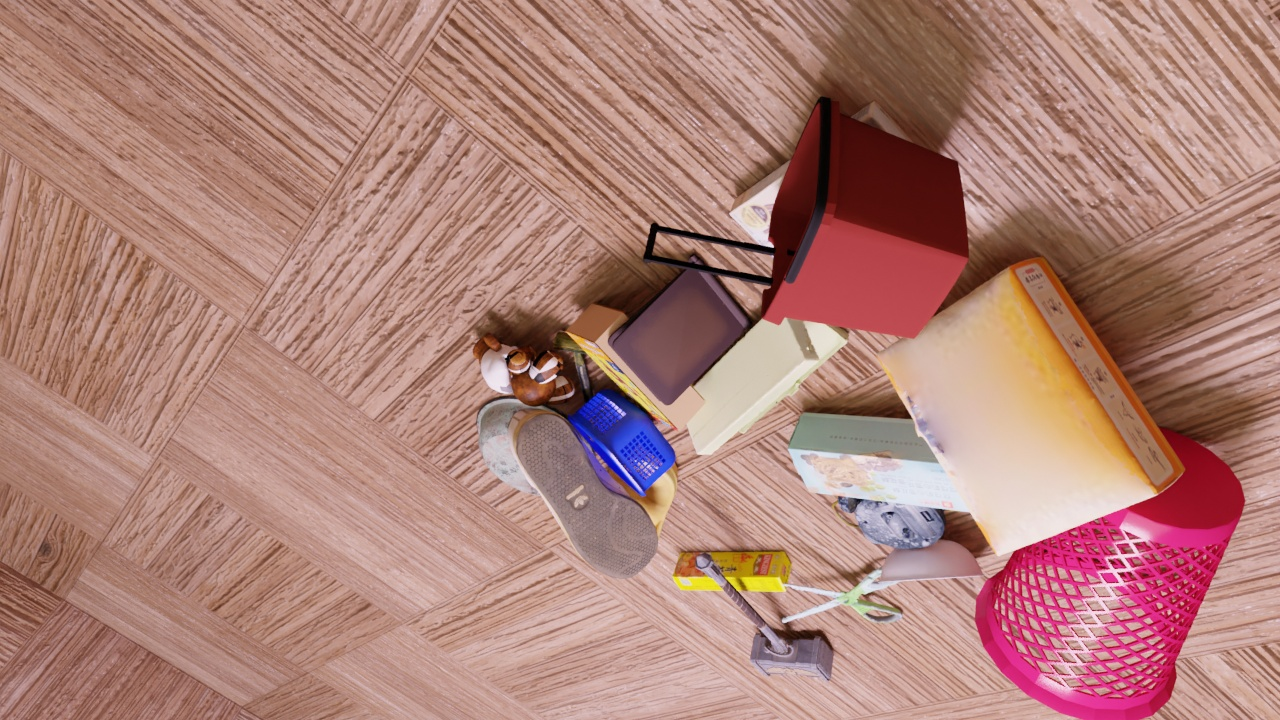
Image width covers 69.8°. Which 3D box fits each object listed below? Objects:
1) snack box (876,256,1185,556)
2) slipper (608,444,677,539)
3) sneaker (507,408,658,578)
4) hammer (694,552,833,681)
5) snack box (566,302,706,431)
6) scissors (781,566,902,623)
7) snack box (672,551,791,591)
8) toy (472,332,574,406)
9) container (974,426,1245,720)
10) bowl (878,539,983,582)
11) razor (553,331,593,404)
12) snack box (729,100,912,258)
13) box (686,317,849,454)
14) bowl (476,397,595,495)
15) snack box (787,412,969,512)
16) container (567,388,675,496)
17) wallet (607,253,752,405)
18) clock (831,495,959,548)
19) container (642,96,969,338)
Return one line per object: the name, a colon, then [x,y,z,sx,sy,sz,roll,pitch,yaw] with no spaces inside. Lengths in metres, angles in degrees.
snack box: [0.297,0.041,0.729,0.145,0.080,0.195,-42,71,46]
slipper: [-0.022,0.204,1.120,0.099,0.078,0.264,23,136,2]
sneaker: [-0.075,0.146,1.025,0.241,0.088,0.102,56,162,-26]
hammer: [0.140,0.316,1.135,0.099,0.044,0.322,-7,140,31]
snack box: [-0.005,0.005,0.905,0.126,0.040,0.088,47,171,-22]
scissors: [0.245,0.276,1.083,0.171,0.023,0.169,18,136,-21]
snack box: [0.113,0.262,1.140,0.148,0.040,0.029,-8,129,32]
toy: [-0.131,0.009,0.983,0.112,0.067,0.087,37,159,34]
container: [0.424,0.181,0.824,0.183,0.182,0.226,13,129,14]
bowl: [0.308,0.213,0.979,0.110,0.040,0.110,-3,165,-1]
razor: [-0.063,0.013,0.989,0.042,0.026,0.106,8,139,16]
snack box: [0.152,-0.132,0.734,0.082,0.026,0.150,42,136,-19]
box: [0.108,0.016,0.888,0.077,0.089,0.189,55,139,13]
bowl: [-0.134,0.113,1.110,0.157,0.038,0.158,14,137,13]
snack box: [0.236,0.096,0.886,0.175,0.053,0.075,3,140,36]
container: [-0.018,0.082,0.978,0.096,0.058,0.114,53,170,-27]
wallet: [0.037,-0.027,0.851,0.091,0.115,0.018,48,175,-23]
clock: [0.258,0.154,0.952,0.130,0.052,0.090,-22,120,39]
container: [0.115,-0.103,0.652,0.201,0.147,0.127,15,139,-3]
